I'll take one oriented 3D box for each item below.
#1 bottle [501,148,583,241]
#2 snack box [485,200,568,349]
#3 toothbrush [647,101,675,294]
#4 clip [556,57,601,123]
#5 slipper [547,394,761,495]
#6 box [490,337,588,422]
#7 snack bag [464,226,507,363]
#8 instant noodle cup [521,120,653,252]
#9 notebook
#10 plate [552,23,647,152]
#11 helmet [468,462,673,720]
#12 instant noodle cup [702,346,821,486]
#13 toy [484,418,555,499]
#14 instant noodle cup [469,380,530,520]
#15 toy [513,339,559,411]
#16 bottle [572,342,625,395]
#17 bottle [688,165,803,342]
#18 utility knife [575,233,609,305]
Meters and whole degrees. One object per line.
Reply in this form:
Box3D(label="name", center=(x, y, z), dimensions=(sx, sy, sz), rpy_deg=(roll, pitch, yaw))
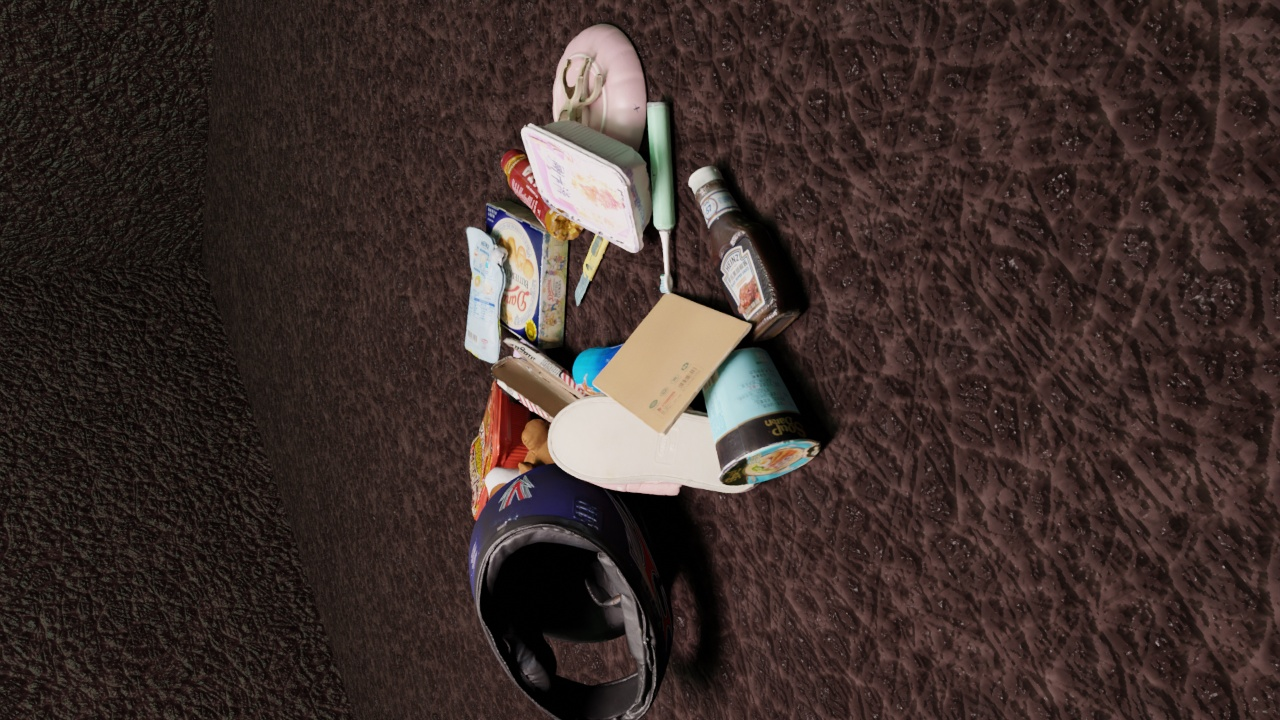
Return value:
Box3D(label="bottle", center=(-0.139, -0.235, 1.276), dimensions=(0.175, 0.057, 0.058), rpy_deg=(50, 136, 35))
Box3D(label="snack box", center=(-0.173, -0.129, 1.367), dimensions=(0.178, 0.045, 0.183), rpy_deg=(31, 123, 48))
Box3D(label="toothbrush", center=(0.027, -0.190, 1.079), dimensions=(0.027, 0.026, 0.224), rpy_deg=(11, 108, 52))
Box3D(label="clip", center=(-0.074, -0.310, 1.114), dimensions=(0.081, 0.034, 0.105), rpy_deg=(47, 139, 38))
Box3D(label="slipper", center=(0.019, 0.100, 1.071), dimensions=(0.275, 0.054, 0.114), rpy_deg=(3, 89, 23))
Box3D(label="box", center=(-0.136, 0.021, 1.309), dimensions=(0.163, 0.076, 0.087), rpy_deg=(33, 128, 23))
Box3D(label="snack bag", center=(-0.236, -0.099, 1.393), dimensions=(0.110, 0.038, 0.191), rpy_deg=(39, 128, 52))
Box3D(label="instant noodle cup", center=(-0.054, -0.220, 1.109), dimensions=(0.173, 0.060, 0.138), rpy_deg=(33, 156, 30))
Box3D(label="notebook", center=(0.028, -0.004, 1.020), dimensions=(0.147, 0.008, 0.208), rpy_deg=(-51, 26, -4))
Box3D(label="plate", center=(-0.062, -0.323, 1.158), dimensions=(0.193, 0.039, 0.192), rpy_deg=(20, 115, 51))
Box3D(label="helmet", center=(-0.078, 0.283, 1.178), dimensions=(0.315, 0.247, 0.240), rpy_deg=(64, -169, -8))
Box3D(label="instant noodle cup", center=(0.117, 0.055, 0.960), dimensions=(0.111, 0.111, 0.120), rpy_deg=(-49, 50, 49))
Box3D(label="toy", center=(-0.163, 0.179, 1.320), dimensions=(0.130, 0.140, 0.199), rpy_deg=(26, 94, 19))
Box3D(label="instant noodle cup", center=(-0.220, 0.142, 1.447), dimensions=(0.164, 0.079, 0.189), rpy_deg=(-99, 23, -48))
Box3D(label="toy", center=(-0.160, 0.013, 1.389), dimensions=(0.084, 0.038, 0.108), rpy_deg=(-46, 61, 29))
Box3D(label="bottle", center=(-0.007, 0.007, 1.146), dimensions=(0.219, 0.065, 0.065), rpy_deg=(-9, 91, 56))
Box3D(label="bottle", center=(0.104, -0.118, 0.973), dimensions=(0.080, 0.044, 0.194), rpy_deg=(-48, 59, 53))
Box3D(label="utility knife", center=(-0.055, -0.147, 1.224), dimensions=(0.031, 0.021, 0.199), rpy_deg=(62, 147, 31))
